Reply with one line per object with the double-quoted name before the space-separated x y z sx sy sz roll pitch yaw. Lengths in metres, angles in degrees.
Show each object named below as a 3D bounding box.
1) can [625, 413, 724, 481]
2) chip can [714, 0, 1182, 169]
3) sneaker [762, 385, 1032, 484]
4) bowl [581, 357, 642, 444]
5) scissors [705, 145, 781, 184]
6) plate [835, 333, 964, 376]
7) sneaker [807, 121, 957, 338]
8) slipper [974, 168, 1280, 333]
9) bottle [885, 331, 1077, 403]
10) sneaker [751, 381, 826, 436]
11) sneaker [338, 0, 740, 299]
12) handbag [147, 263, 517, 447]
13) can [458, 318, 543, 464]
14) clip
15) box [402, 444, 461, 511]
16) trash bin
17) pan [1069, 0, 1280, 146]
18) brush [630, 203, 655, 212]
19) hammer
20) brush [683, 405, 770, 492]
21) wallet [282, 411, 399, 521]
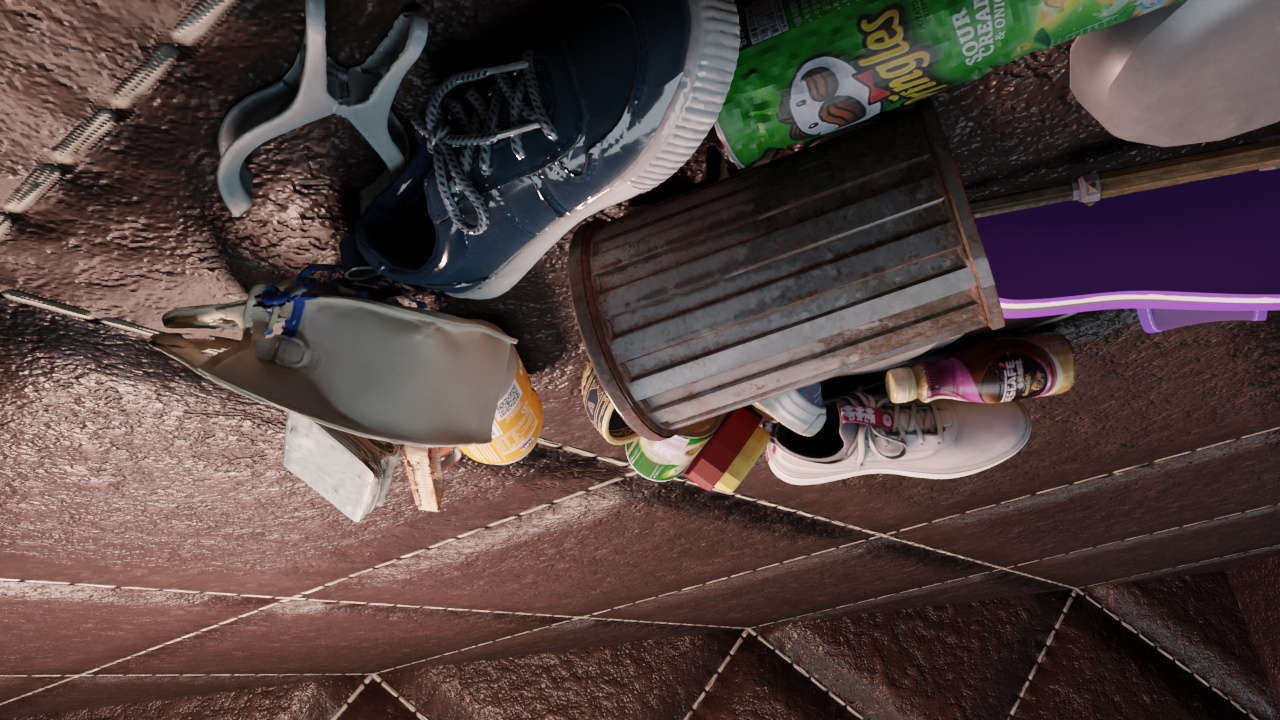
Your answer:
"can" 0.031 0.065 0.872 0.067 0.067 0.121 -1 154 -16
"chip can" 0.136 -0.158 0.408 0.224 0.075 0.075 -17 155 17
"sneaker" 0.245 0.065 0.904 0.263 0.096 0.128 -8 162 17
"bowl" -0.004 0.004 0.720 0.112 0.061 0.113 -36 154 -21
"scissors" 0.049 -0.075 0.601 0.180 0.015 0.193 -28 153 29
"plate" 0.211 -0.019 0.811 0.178 0.012 0.179 -7 156 -3
"sneaker" 0.149 -0.056 0.613 0.118 0.087 0.241 -13 151 9
"slipper" 0.354 -0.067 0.642 0.267 0.107 0.084 -5 155 7
"bottle" 0.315 0.012 0.858 0.166 0.059 0.060 -8 156 0
"sneaker" 0.115 0.005 0.767 0.079 0.087 0.235 -57 157 2
"sneaker" -0.059 -0.101 0.429 0.087 0.089 0.236 4 151 -46
"handbag" -0.186 -0.012 0.570 0.199 0.093 0.200 13 178 7
"can" -0.124 0.030 0.730 0.079 0.079 0.143 -9 156 1
"clip" -0.180 -0.118 0.448 0.141 0.029 0.172 0 154 -22
"box" -0.190 0.082 0.843 0.043 0.083 0.187 11 155 -5
"trash bin" 0.069 -0.043 0.495 0.211 0.130 0.131 -19 154 19
"pan" 0.304 -0.204 0.399 0.179 0.041 0.357 -12 156 8
"brush" 0.039 -0.084 0.616 0.135 0.015 0.050 3 153 -37
"hammer" 0.339 -0.120 0.579 0.317 0.028 0.146 -9 -170 16
"brush" 0.084 0.088 0.875 0.042 0.082 0.173 36 175 5
"wallet" -0.258 0.079 0.792 0.100 0.054 0.132 37 148 0
